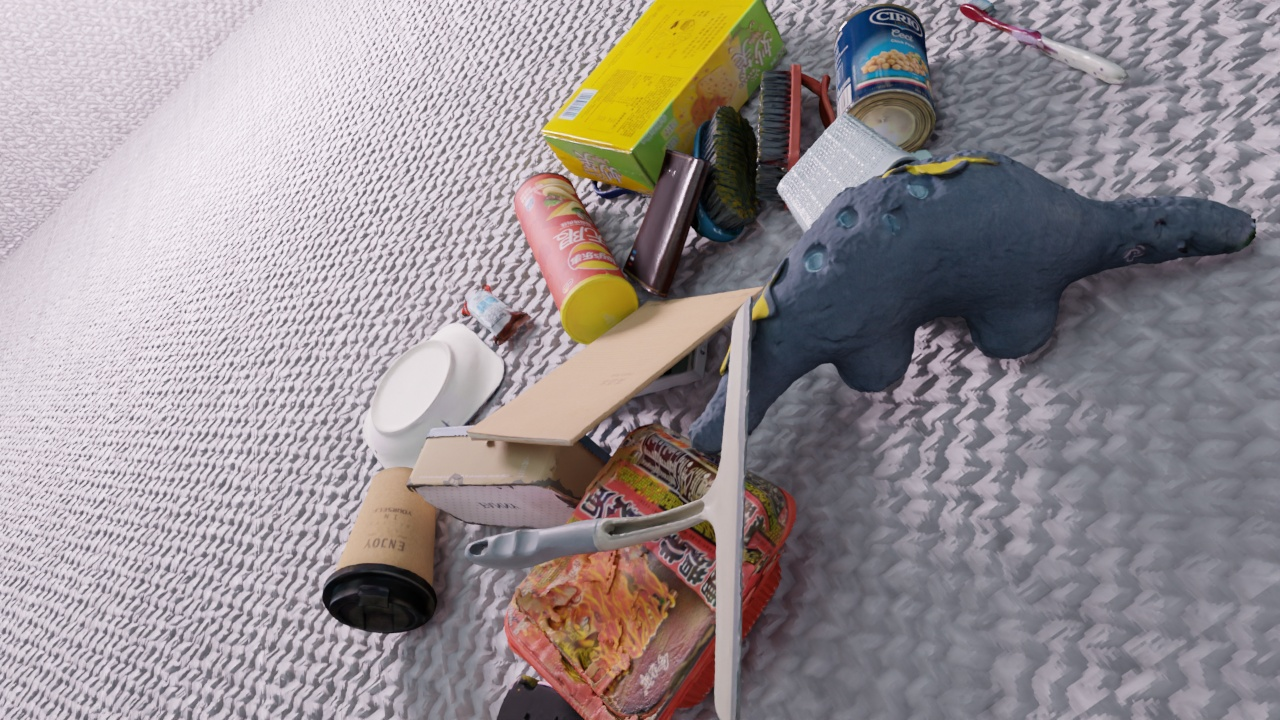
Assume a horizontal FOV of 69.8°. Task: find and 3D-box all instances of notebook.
[{"bbox_3d":[-0.017,0.002,0.706,0.210,0.012,0.150,-37,19,-32],"label":"notebook"}]

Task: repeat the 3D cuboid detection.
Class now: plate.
[{"bbox_3d":[-0.224,0.033,0.940,0.164,0.034,0.164,-51,41,-5],"label":"plate"}]

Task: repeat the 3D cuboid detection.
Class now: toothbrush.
[{"bbox_3d":[0.312,-0.253,0.717,0.017,0.016,0.187,-33,41,1],"label":"toothbrush"}]

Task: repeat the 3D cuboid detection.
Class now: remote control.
[{"bbox_3d":[-0.005,0.005,0.783,0.135,0.019,0.056,-15,50,32],"label":"remote control"}]

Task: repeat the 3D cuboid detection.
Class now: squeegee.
[{"bbox_3d":[-0.022,0.108,0.582,0.247,0.039,0.246,-21,51,37],"label":"squeegee"}]

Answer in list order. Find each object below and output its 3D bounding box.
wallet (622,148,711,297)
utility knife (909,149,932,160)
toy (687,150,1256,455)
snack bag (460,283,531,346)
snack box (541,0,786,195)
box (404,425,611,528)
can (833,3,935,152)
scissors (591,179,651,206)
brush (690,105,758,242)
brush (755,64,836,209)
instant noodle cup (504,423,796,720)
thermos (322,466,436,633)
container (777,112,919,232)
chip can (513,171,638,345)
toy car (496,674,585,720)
[{"bbox_3d":[0.022,-0.124,0.814,0.122,0.020,0.096,-70,25,13],"label":"wallet"},{"bbox_3d":[0.228,-0.108,0.673,0.034,0.018,0.166,-30,42,20],"label":"utility knife"},{"bbox_3d":[0.181,-0.054,0.568,0.357,0.091,0.138,-20,90,9],"label":"toy"},{"bbox_3d":[-0.153,-0.049,0.948,0.045,0.026,0.105,-44,41,-10],"label":"snack bag"},{"bbox_3d":[0.022,-0.271,0.925,0.158,0.070,0.209,25,72,46],"label":"snack box"},{"bbox_3d":[-0.100,0.094,0.744,0.185,0.090,0.059,-7,53,35],"label":"box"},{"bbox_3d":[0.197,-0.225,0.747,0.075,0.075,0.111,-17,49,30],"label":"can"},{"bbox_3d":[-0.002,-0.171,0.925,0.147,0.012,0.169,-16,49,30],"label":"scissors"},{"bbox_3d":[0.069,-0.161,0.828,0.074,0.055,0.143,-41,36,43],"label":"brush"},{"bbox_3d":[0.137,-0.203,0.800,0.069,0.063,0.145,3,54,7],"label":"brush"},{"bbox_3d":[0.011,0.149,0.611,0.165,0.079,0.188,26,77,49],"label":"instant noodle cup"},{"bbox_3d":[-0.216,0.164,0.793,0.093,0.093,0.143,-27,37,22],"label":"thermos"},{"bbox_3d":[0.164,-0.113,0.667,0.090,0.090,0.111,-48,31,18],"label":"container"},{"bbox_3d":[-0.066,-0.105,0.884,0.073,0.073,0.216,-38,41,11],"label":"chip can"},{"bbox_3d":[-0.056,0.250,0.625,0.123,0.037,0.056,-10,50,50],"label":"toy car"}]
